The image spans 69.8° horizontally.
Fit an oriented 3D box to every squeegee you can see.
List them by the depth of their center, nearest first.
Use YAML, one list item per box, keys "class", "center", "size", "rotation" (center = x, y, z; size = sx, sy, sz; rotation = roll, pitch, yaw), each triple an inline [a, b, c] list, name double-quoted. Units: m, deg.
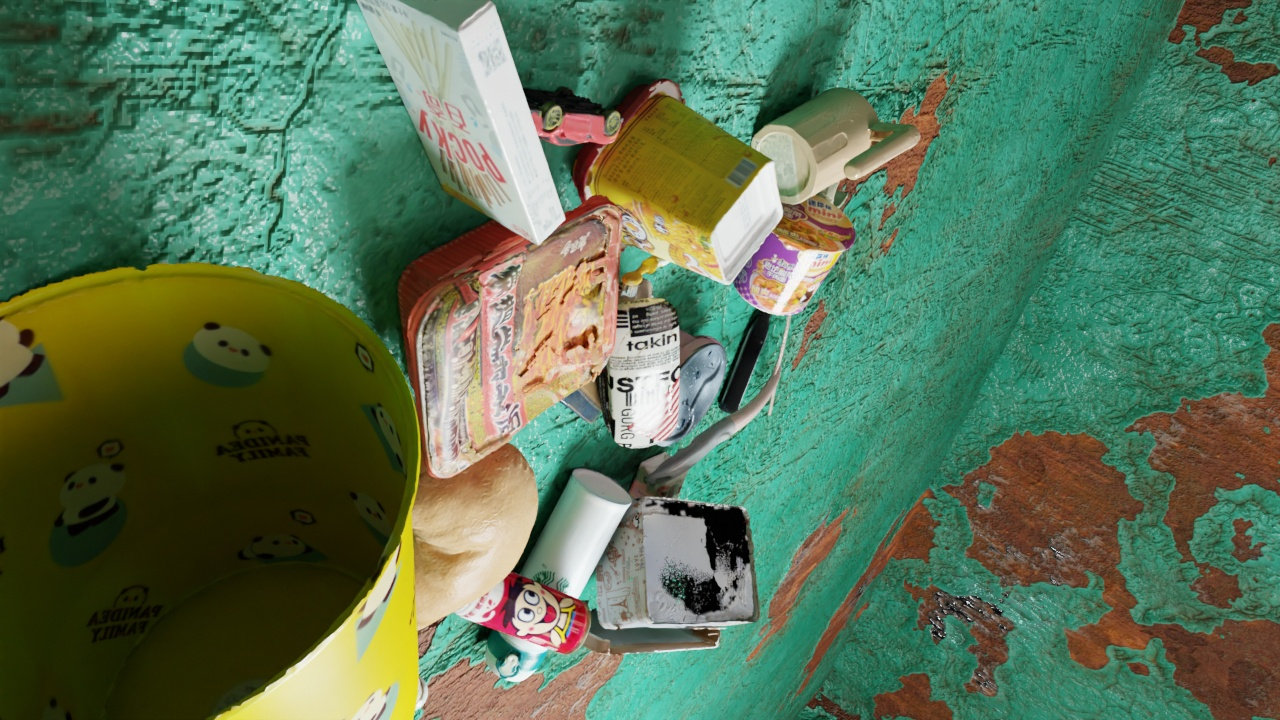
- class: "squeegee"
  center: [0.101, 0.065, 1.043]
  size: [0.249, 0.040, 0.248]
  rotation: [-41, 154, -25]

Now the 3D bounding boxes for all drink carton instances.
- class: "drink carton"
  center: [0.012, 0.172, 1.067]
  size: [0.053, 0.045, 0.123]
  rotation: [-19, 135, -52]

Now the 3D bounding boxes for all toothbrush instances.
- class: "toothbrush"
  center: [0.008, -0.074, 0.749]
  size: [0.191, 0.016, 0.018]
  rotation: [-51, 157, -73]
- class: "toothbrush"
  center: [0.137, -0.031, 1.078]
  size: [0.027, 0.026, 0.213]
  rotation: [-88, -165, -62]

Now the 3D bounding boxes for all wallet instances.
- class: "wallet"
  center: [-0.034, -0.005, 0.815]
  size: [0.115, 0.033, 0.090]
  rotation: [-57, 153, -7]

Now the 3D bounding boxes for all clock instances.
- class: "clock"
  center: [0.038, 0.024, 0.936]
  size: [0.158, 0.060, 0.117]
  rotation: [12, 108, -60]

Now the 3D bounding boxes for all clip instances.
- class: "clip"
  center: [0.204, -0.168, 1.035]
  size: [0.097, 0.034, 0.061]
  rotation: [-57, 153, -11]

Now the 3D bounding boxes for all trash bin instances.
- class: "trash bin"
  center: [-0.215, 0.121, 0.453]
  size: [0.229, 0.229, 0.256]
  rotation: [-39, 154, -32]

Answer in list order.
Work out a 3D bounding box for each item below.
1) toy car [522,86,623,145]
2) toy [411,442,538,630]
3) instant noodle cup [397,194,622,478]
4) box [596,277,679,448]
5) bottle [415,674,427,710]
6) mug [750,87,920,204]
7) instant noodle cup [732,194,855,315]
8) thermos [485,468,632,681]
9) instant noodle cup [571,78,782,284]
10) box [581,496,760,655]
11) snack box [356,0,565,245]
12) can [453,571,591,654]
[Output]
- class: "toy car"
  center: [-0.057, -0.157, 0.587]
  size: [0.106, 0.049, 0.031]
  rotation: [-13, 129, -56]
- class: "toy"
  center: [-0.157, 0.158, 0.739]
  size: [0.143, 0.082, 0.226]
  rotation: [-2, 126, -34]
- class: "instant noodle cup"
  center: [-0.094, -0.027, 0.634]
  size: [0.188, 0.079, 0.165]
  rotation: [-35, 146, -36]
- class: "box"
  center: [-0.011, 0.001, 0.789]
  size: [0.074, 0.081, 0.164]
  rotation: [-15, 135, -12]
- class: "bottle"
  center: [-0.210, 0.270, 0.759]
  size: [0.059, 0.060, 0.206]
  rotation: [-47, 167, -19]
- class: "mug"
  center: [0.180, -0.199, 0.861]
  size: [0.103, 0.125, 0.084]
  rotation: [-34, 128, -34]
- class: "instant noodle cup"
  center: [0.147, -0.108, 0.934]
  size: [0.111, 0.111, 0.099]
  rotation: [-29, 152, -43]
- class: "thermos"
  center: [-0.089, 0.221, 0.928]
  size: [0.073, 0.073, 0.224]
  rotation: [7, 114, -61]
- class: "instant noodle cup"
  center: [0.033, -0.127, 0.687]
  size: [0.116, 0.124, 0.116]
  rotation: [-52, 153, -12]
- class: "box"
  center: [0.003, 0.247, 1.016]
  size: [0.182, 0.193, 0.156]
  rotation: [15, 66, -42]
- class: "snack box"
  center: [-0.095, -0.137, 0.503]
  size: [0.026, 0.085, 0.157]
  rotation: [-48, 152, -21]
- class: "can"
  center: [-0.112, 0.227, 0.847]
  size: [0.132, 0.053, 0.053]
  rotation: [32, 91, -32]
